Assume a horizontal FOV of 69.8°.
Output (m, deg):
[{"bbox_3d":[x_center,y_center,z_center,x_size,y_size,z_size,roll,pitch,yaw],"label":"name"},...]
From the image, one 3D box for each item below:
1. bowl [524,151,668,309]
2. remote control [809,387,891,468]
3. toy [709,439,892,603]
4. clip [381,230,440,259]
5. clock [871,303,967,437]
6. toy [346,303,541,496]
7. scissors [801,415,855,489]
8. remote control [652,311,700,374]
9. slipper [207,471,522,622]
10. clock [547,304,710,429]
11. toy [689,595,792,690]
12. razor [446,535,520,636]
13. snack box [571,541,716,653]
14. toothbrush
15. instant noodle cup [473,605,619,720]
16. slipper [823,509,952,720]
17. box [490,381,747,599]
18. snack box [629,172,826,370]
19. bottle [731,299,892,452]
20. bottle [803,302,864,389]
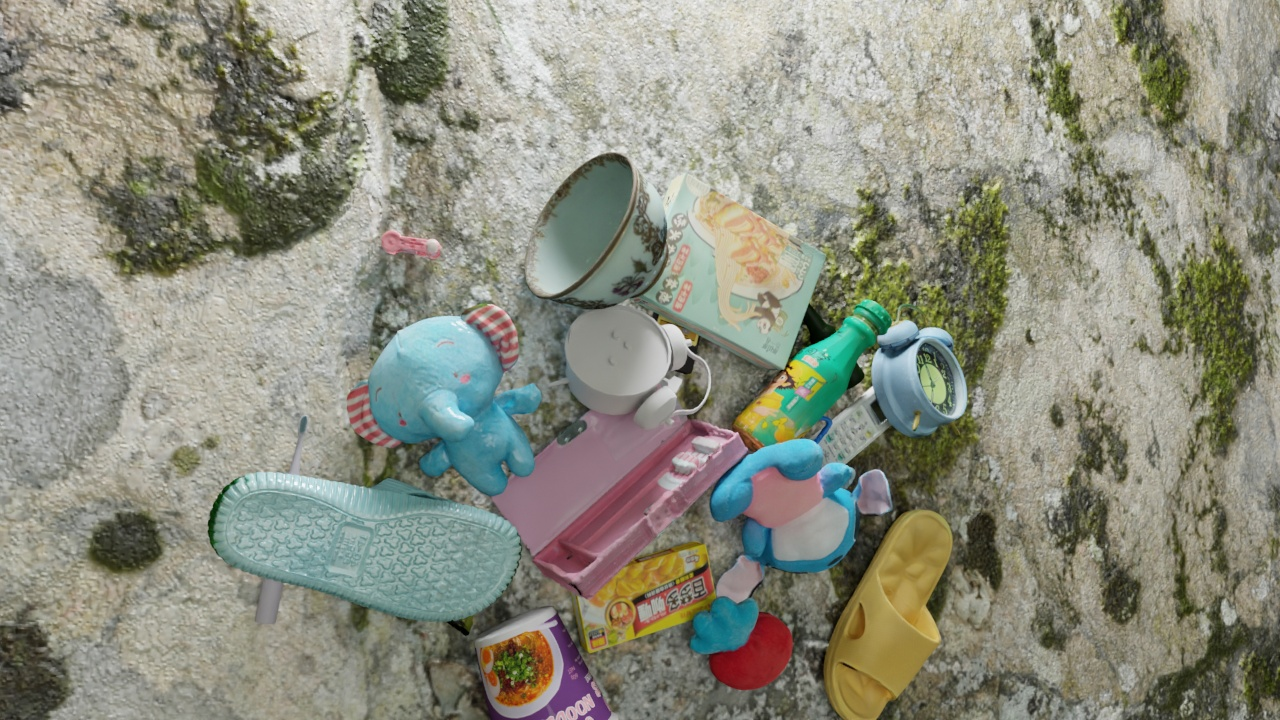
[{"bbox_3d":[-0.029,-0.113,0.908,0.094,0.160,0.159,30,75,-35],"label":"bowl"},{"bbox_3d":[0.250,0.079,1.076,0.133,0.022,0.050,-35,100,-21],"label":"remote control"},{"bbox_3d":[0.150,0.166,0.968,0.224,0.098,0.191,-35,129,9],"label":"toy"},{"bbox_3d":[-0.218,-0.110,0.883,0.060,0.045,0.023,14,77,-35],"label":"clip"},{"bbox_3d":[0.326,0.012,1.079,0.118,0.060,0.162,6,69,-39],"label":"clock"},{"bbox_3d":[-0.172,0.048,0.848,0.183,0.115,0.180,-33,95,3],"label":"toy"},{"bbox_3d":[0.188,0.124,1.038,0.123,0.016,0.125,36,92,-7],"label":"scissors"},{"bbox_3d":[0.044,-0.056,1.001,0.058,0.013,0.133,17,80,-21],"label":"remote control"},{"bbox_3d":[-0.246,0.165,0.836,0.276,0.070,0.116,18,82,-22],"label":"slipper"},{"bbox_3d":[-0.005,0.005,0.921,0.159,0.061,0.119,15,58,-1],"label":"clock"},{"bbox_3d":[0.106,0.298,0.975,0.092,0.062,0.133,-45,114,-4],"label":"toy"},{"bbox_3d":[-0.145,0.198,0.904,0.044,0.021,0.144,41,70,-16],"label":"razor"},{"bbox_3d":[0.005,0.245,0.960,0.152,0.025,0.075,-11,91,-23],"label":"snack box"},{"bbox_3d":[-0.321,0.142,0.831,0.018,0.019,0.188,11,83,-19],"label":"toothbrush"},{"bbox_3d":[-0.100,0.306,0.864,0.122,0.137,0.122,-22,85,4],"label":"instant noodle cup"},{"bbox_3d":[0.296,0.293,1.053,0.099,0.078,0.263,34,74,-16],"label":"slipper"},{"bbox_3d":[-0.019,0.110,0.912,0.232,0.107,0.115,-39,116,-23],"label":"box"},{"bbox_3d":[0.094,-0.092,0.993,0.193,0.044,0.141,27,77,-20],"label":"snack box"},{"bbox_3d":[0.193,0.019,1.012,0.209,0.068,0.068,-46,104,-8],"label":"bottle"},{"bbox_3d":[0.214,-0.023,1.062,0.033,0.033,0.123,-39,101,-20],"label":"bottle"}]
